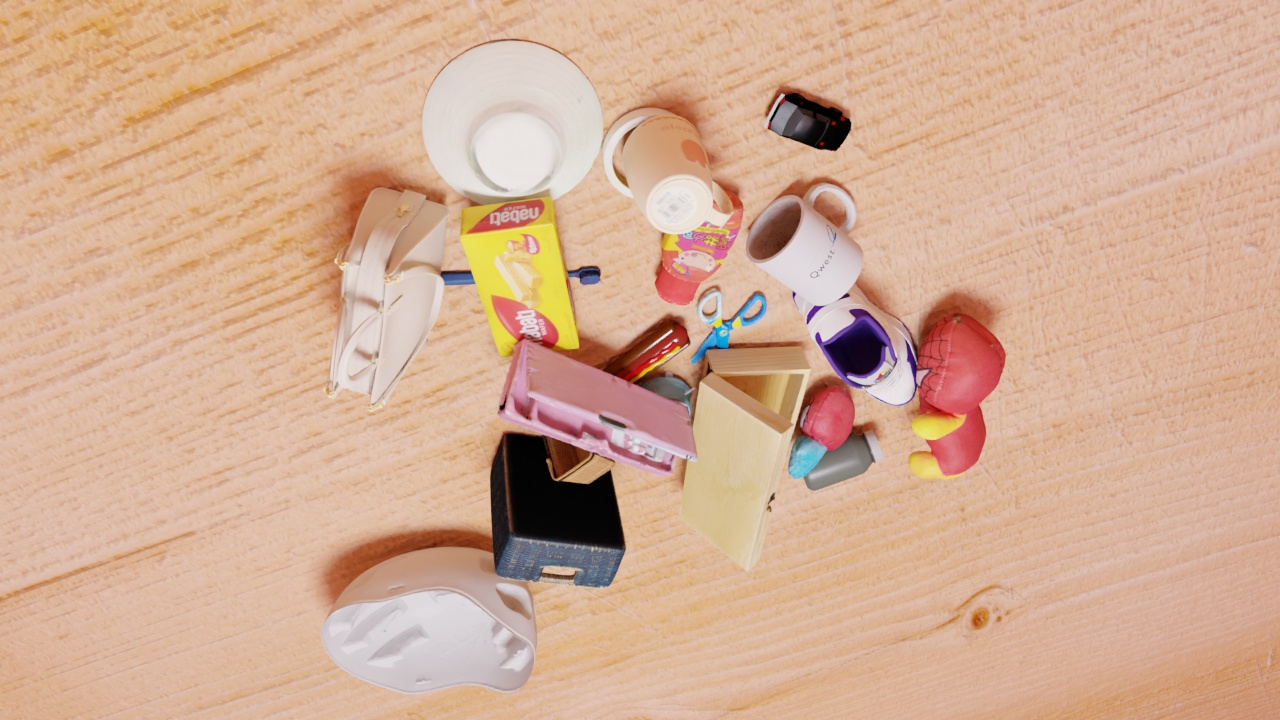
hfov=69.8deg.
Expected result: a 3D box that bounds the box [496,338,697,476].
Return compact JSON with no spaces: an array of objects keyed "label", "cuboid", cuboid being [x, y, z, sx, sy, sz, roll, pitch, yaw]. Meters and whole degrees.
[{"label":"box","cuboid":[-0.037,0.053,1.027,0.232,0.099,0.080,25,160,-28]}]

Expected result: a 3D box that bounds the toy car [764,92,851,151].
[{"label":"toy car","cuboid":[0.172,-0.236,0.925,0.091,0.036,0.042,14,126,-21]}]

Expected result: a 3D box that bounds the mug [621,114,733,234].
[{"label":"mug","cuboid":[0.041,-0.169,0.886,0.111,0.104,0.085,23,123,-25]}]

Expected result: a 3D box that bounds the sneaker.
[{"label":"sneaker","cuboid":[0.277,-0.003,1.090,0.092,0.111,0.244,-36,126,19]}]

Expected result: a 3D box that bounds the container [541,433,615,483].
[{"label":"container","cuboid":[-0.077,0.095,1.116,0.063,0.113,0.061,-36,140,19]}]

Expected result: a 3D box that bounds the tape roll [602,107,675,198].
[{"label":"tape roll","cuboid":[0.008,-0.208,0.930,0.094,0.019,0.094,-5,130,-6]}]

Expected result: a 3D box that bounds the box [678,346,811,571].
[{"label":"box","cuboid":[0.121,0.114,1.150,0.142,0.178,0.249,11,130,6]}]

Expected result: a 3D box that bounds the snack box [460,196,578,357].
[{"label":"snack box","cuboid":[-0.123,-0.082,0.967,0.092,0.042,0.201,-7,143,0]}]

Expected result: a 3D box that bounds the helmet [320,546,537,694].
[{"label":"helmet","cuboid":[-0.283,0.360,1.245,0.282,0.183,0.224,-14,126,-8]}]

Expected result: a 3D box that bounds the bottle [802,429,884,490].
[{"label":"bottle","cuboid":[0.268,0.132,1.237,0.108,0.060,0.060,-21,130,8]}]

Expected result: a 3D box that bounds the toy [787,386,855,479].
[{"label":"toy","cuboid":[0.228,0.094,1.178,0.133,0.062,0.092,-55,143,-2]}]

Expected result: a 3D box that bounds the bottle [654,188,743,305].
[{"label":"bottle","cuboid":[0.058,-0.122,0.992,0.071,0.048,0.134,11,127,-21]}]

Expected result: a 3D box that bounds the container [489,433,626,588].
[{"label":"container","cuboid":[-0.104,0.180,1.125,0.145,0.187,0.071,11,123,-19]}]

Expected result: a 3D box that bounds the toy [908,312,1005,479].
[{"label":"toy","cuboid":[0.387,0.041,1.131,0.099,0.147,0.217,9,127,16]}]

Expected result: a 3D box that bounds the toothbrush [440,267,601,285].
[{"label":"toothbrush","cuboid":[-0.137,-0.089,1.004,0.190,0.017,0.016,-3,131,-8]}]

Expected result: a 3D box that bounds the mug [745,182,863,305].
[{"label":"mug","cuboid":[0.187,-0.134,0.994,0.096,0.083,0.119,30,90,-30]}]

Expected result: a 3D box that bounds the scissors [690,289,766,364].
[{"label":"scissors","cuboid":[0.090,-0.037,1.092,0.109,0.018,0.131,23,124,-28]}]

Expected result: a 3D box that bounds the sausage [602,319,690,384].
[{"label":"sausage","cuboid":[-0.006,0.006,1.094,0.156,0.040,0.040,-37,126,20]}]

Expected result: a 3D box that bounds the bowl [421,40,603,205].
[{"label":"bowl","cuboid":[-0.120,-0.210,0.880,0.176,0.057,0.177,-5,130,-6]}]

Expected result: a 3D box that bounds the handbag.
[{"label":"handbag","cuboid":[-0.260,-0.043,0.896,0.101,0.197,0.195,16,126,-4]}]

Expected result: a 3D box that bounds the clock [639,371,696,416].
[{"label":"clock","cuboid":[0.023,0.069,1.157,0.087,0.042,0.123,6,133,-15]}]
